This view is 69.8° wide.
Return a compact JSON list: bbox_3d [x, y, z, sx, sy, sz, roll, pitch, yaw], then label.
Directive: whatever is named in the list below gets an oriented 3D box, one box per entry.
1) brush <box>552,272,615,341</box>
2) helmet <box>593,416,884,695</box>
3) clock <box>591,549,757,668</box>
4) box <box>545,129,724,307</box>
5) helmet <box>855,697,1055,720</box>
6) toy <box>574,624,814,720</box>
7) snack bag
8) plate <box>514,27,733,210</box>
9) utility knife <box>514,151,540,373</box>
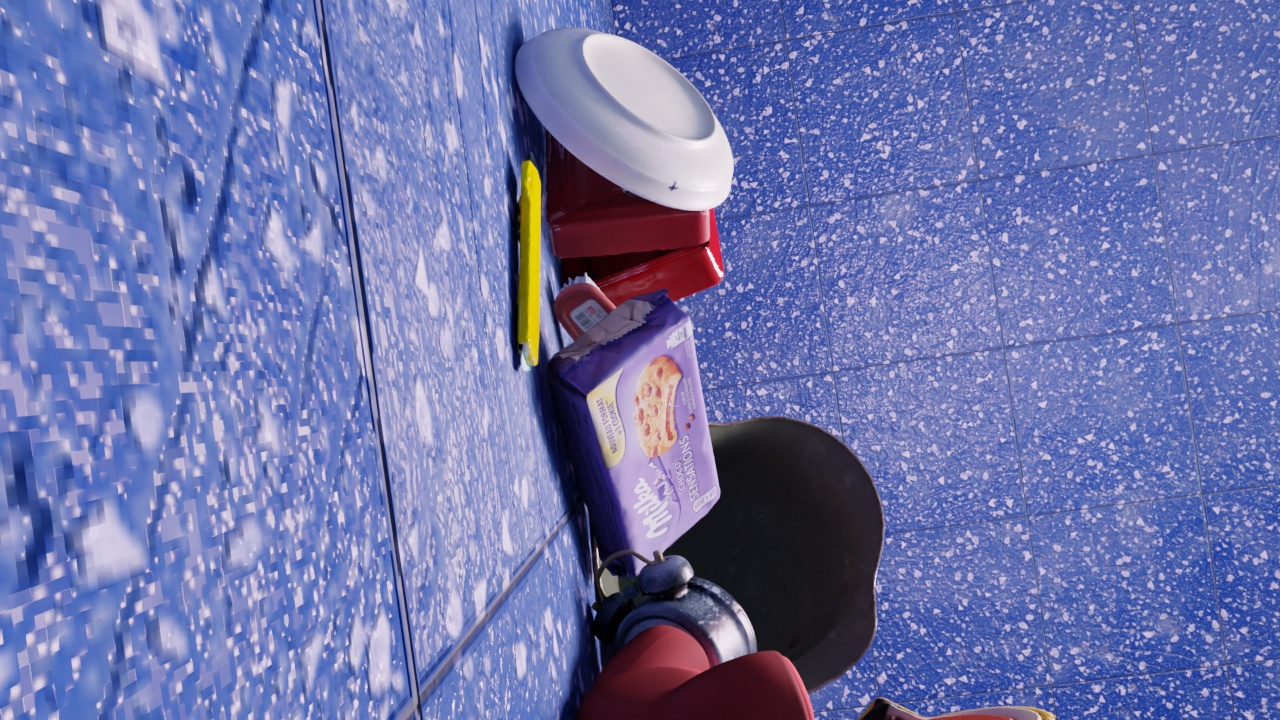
[{"bbox_3d":[-0.004,0.004,0.687,0.172,0.041,0.030,51,19,-26],"label":"brush"},{"bbox_3d":[0.078,0.169,0.772,0.227,0.267,0.154,47,-26,13],"label":"helmet"},{"bbox_3d":[0.020,0.181,0.608,0.129,0.090,0.052,51,30,13],"label":"clock"},{"bbox_3d":[-0.003,-0.118,0.747,0.123,0.136,0.157,77,7,-45],"label":"box"},{"bbox_3d":[0.159,0.309,0.613,0.209,0.240,0.139,42,44,-74],"label":"helmet"},{"bbox_3d":[0.031,0.255,0.499,0.159,0.120,0.197,-12,-94,57],"label":"toy"},{"bbox_3d":[-0.003,0.056,0.621,0.058,0.096,0.206,27,-38,37],"label":"snack bag"},{"bbox_3d":[-0.001,-0.184,0.659,0.034,0.182,0.182,-49,-150,36],"label":"plate"},{"bbox_3d":[-0.064,-0.058,0.528,0.030,0.017,0.155,69,12,-55],"label":"utility knife"}]
